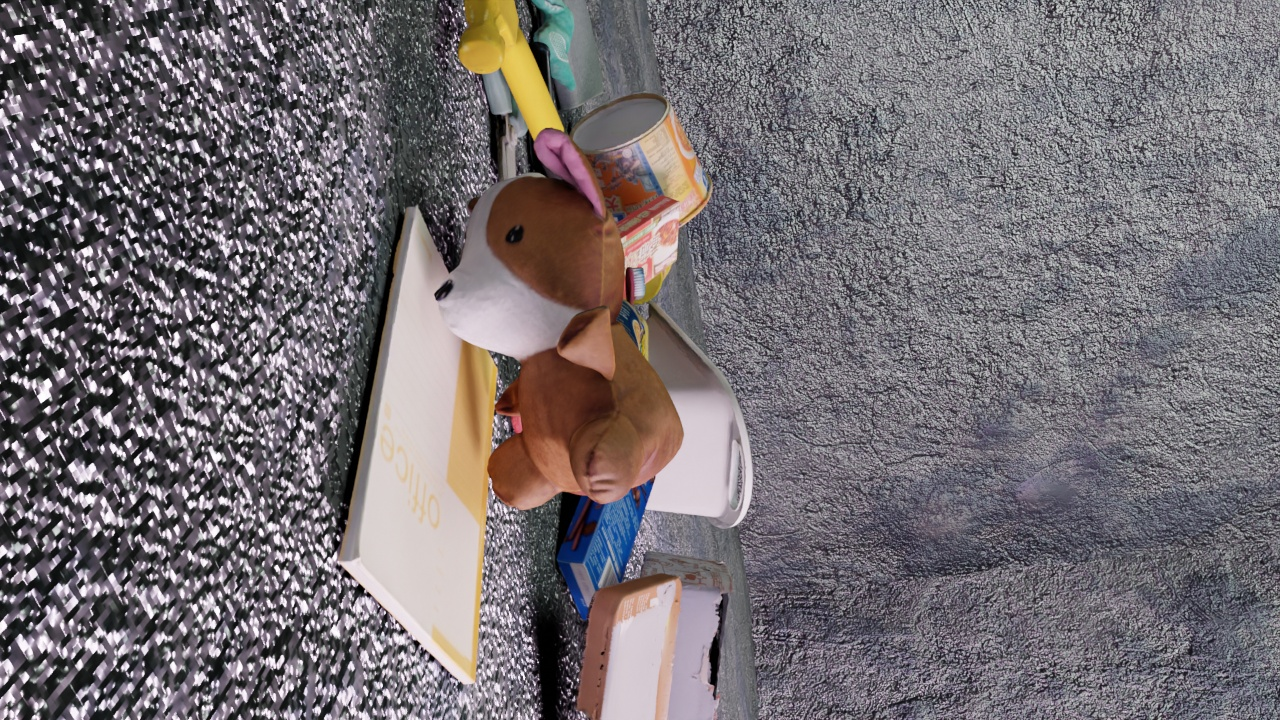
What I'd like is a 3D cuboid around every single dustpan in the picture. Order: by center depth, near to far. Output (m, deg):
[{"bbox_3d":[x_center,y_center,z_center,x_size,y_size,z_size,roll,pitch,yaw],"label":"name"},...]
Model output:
[{"bbox_3d":[0.065,0.078,1.115,0.257,0.143,0.223,-76,168,-62],"label":"dustpan"}]

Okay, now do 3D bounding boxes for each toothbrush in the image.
[{"bbox_3d":[-0.086,-0.182,0.810,0.027,0.026,0.212,84,0,-75],"label":"toothbrush"},{"bbox_3d":[-0.005,0.005,0.846,0.016,0.017,0.188,32,-53,57],"label":"toothbrush"}]

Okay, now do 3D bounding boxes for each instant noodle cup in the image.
[{"bbox_3d":[-0.007,-0.218,1.024,0.151,0.151,0.111,-89,160,-50],"label":"instant noodle cup"}]

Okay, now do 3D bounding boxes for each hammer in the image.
[{"bbox_3d":[-0.072,-0.180,0.731,0.301,0.033,0.128,66,21,-55],"label":"hammer"}]

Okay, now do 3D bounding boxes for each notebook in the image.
[{"bbox_3d":[-0.105,0.042,0.475,0.146,0.010,0.205,73,11,-50],"label":"notebook"}]

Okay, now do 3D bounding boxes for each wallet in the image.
[{"bbox_3d":[-0.079,-0.347,1.000,0.106,0.037,0.130,-58,140,-61],"label":"wallet"}]

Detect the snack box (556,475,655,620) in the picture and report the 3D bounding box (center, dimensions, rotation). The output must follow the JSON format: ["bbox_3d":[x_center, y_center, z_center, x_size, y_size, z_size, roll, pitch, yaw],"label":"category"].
[{"bbox_3d":[-0.025,0.130,0.774,0.156,0.026,0.085,-68,154,-42],"label":"snack box"}]

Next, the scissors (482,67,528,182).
[{"bbox_3d":[-0.102,-0.193,0.733,0.129,0.019,0.185,16,67,-81],"label":"scissors"}]

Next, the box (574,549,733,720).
[{"bbox_3d":[0.011,0.252,0.710,0.261,0.103,0.178,55,43,-84],"label":"box"}]

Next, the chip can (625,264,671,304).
[{"bbox_3d":[0.002,-0.123,1.226,0.213,0.072,0.072,-63,144,-78],"label":"chip can"}]

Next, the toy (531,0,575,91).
[{"bbox_3d":[-0.089,-0.329,0.910,0.096,0.030,0.091,42,46,-47],"label":"toy"}]

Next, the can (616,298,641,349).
[{"bbox_3d":[-0.038,0.001,0.771,0.111,0.075,0.075,-86,166,-57],"label":"can"}]

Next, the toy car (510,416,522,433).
[{"bbox_3d":[-0.060,0.057,0.651,0.106,0.049,0.031,75,8,-47],"label":"toy car"}]

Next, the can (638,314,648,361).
[{"bbox_3d":[-0.024,0.013,0.905,0.083,0.057,0.102,-72,163,-69],"label":"can"}]

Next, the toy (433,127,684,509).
[{"bbox_3d":[-0.054,-0.018,0.515,0.130,0.140,0.199,-4,82,-41],"label":"toy"}]

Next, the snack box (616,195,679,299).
[{"bbox_3d":[-0.012,-0.106,0.933,0.152,0.025,0.075,-40,143,-42],"label":"snack box"}]
